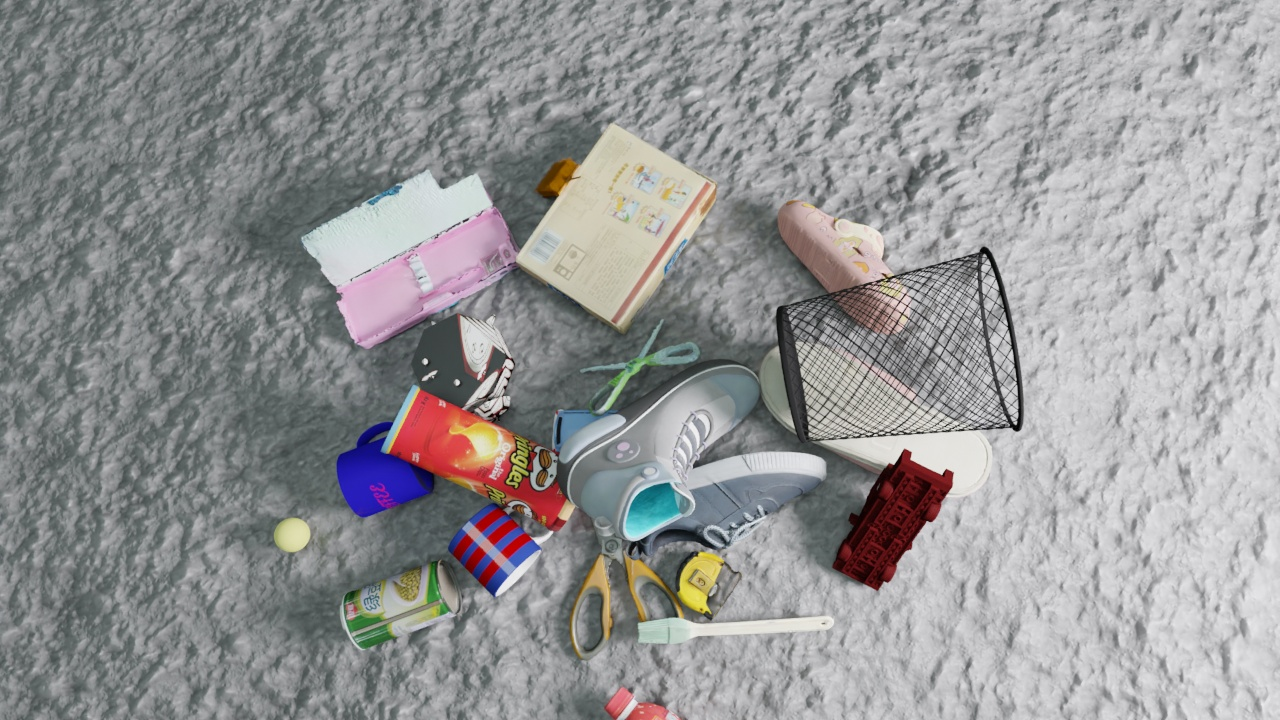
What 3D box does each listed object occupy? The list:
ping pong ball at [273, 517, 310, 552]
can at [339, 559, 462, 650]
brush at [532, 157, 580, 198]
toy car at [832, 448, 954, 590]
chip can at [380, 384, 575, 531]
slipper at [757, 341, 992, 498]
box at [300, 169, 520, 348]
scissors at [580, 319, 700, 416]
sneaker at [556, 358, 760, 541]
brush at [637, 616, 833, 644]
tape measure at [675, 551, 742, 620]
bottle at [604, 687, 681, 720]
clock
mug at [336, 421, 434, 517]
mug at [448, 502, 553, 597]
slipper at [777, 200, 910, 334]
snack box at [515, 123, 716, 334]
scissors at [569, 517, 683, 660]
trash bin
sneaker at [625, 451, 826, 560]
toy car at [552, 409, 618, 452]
[{"bbox_3d":[-0.412,0.206,1.086,0.040,0.040,0.040,-1,80,6],"label":"ping pong ball"},{"bbox_3d":[-0.272,0.277,1.044,0.121,0.067,0.067,-21,78,2],"label":"can"},{"bbox_3d":[-0.094,-0.217,1.087,0.017,0.126,0.048,36,85,-20],"label":"brush"},{"bbox_3d":[0.268,0.165,0.980,0.070,0.061,0.170,26,127,8],"label":"toy car"},{"bbox_3d":[-0.171,0.109,1.018,0.213,0.087,0.087,26,83,-11],"label":"chip can"},{"bbox_3d":[0.258,0.066,1.029,0.274,0.054,0.114,29,84,13],"label":"slipper"},{"bbox_3d":[-0.275,-0.132,1.122,0.230,0.062,0.161,-27,98,1],"label":"box"},{"bbox_3d":[-0.006,0.006,1.045,0.173,0.021,0.170,-12,35,42],"label":"scissors"},{"bbox_3d":[0.048,0.094,0.955,0.256,0.160,0.093,-28,119,-18],"label":"sneaker"},{"bbox_3d":[0.105,0.295,1.010,0.217,0.033,0.012,-2,37,-2],"label":"brush"},{"bbox_3d":[0.071,0.248,1.026,0.064,0.037,0.065,34,85,10],"label":"tape measure"},{"bbox_3d":[0.022,0.411,0.991,0.137,0.062,0.062,39,86,12],"label":"bottle"},{"bbox_3d":[-0.211,0.022,1.083,0.115,0.065,0.154,-5,79,5],"label":"clock"},{"bbox_3d":[-0.299,0.119,1.076,0.083,0.079,0.111,-21,50,2],"label":"mug"},{"bbox_3d":[-0.153,0.203,1.048,0.076,0.075,0.111,42,61,11],"label":"mug"},{"bbox_3d":[0.244,-0.121,1.050,0.081,0.093,0.197,-40,77,-13],"label":"slipper"},{"bbox_3d":[-0.027,-0.158,1.100,0.153,0.055,0.207,33,85,11],"label":"snack box"},{"bbox_3d":[-0.018,0.231,1.050,0.175,0.016,0.225,4,80,7],"label":"scissors"},{"bbox_3d":[0.255,-0.003,0.929,0.210,0.184,0.184,-10,79,14],"label":"trash bin"},{"bbox_3d":[0.094,0.163,1.010,0.236,0.089,0.087,-15,65,9],"label":"sneaker"},{"bbox_3d":[-0.028,0.085,1.057,0.153,0.055,0.056,2,80,7],"label":"toy car"}]
